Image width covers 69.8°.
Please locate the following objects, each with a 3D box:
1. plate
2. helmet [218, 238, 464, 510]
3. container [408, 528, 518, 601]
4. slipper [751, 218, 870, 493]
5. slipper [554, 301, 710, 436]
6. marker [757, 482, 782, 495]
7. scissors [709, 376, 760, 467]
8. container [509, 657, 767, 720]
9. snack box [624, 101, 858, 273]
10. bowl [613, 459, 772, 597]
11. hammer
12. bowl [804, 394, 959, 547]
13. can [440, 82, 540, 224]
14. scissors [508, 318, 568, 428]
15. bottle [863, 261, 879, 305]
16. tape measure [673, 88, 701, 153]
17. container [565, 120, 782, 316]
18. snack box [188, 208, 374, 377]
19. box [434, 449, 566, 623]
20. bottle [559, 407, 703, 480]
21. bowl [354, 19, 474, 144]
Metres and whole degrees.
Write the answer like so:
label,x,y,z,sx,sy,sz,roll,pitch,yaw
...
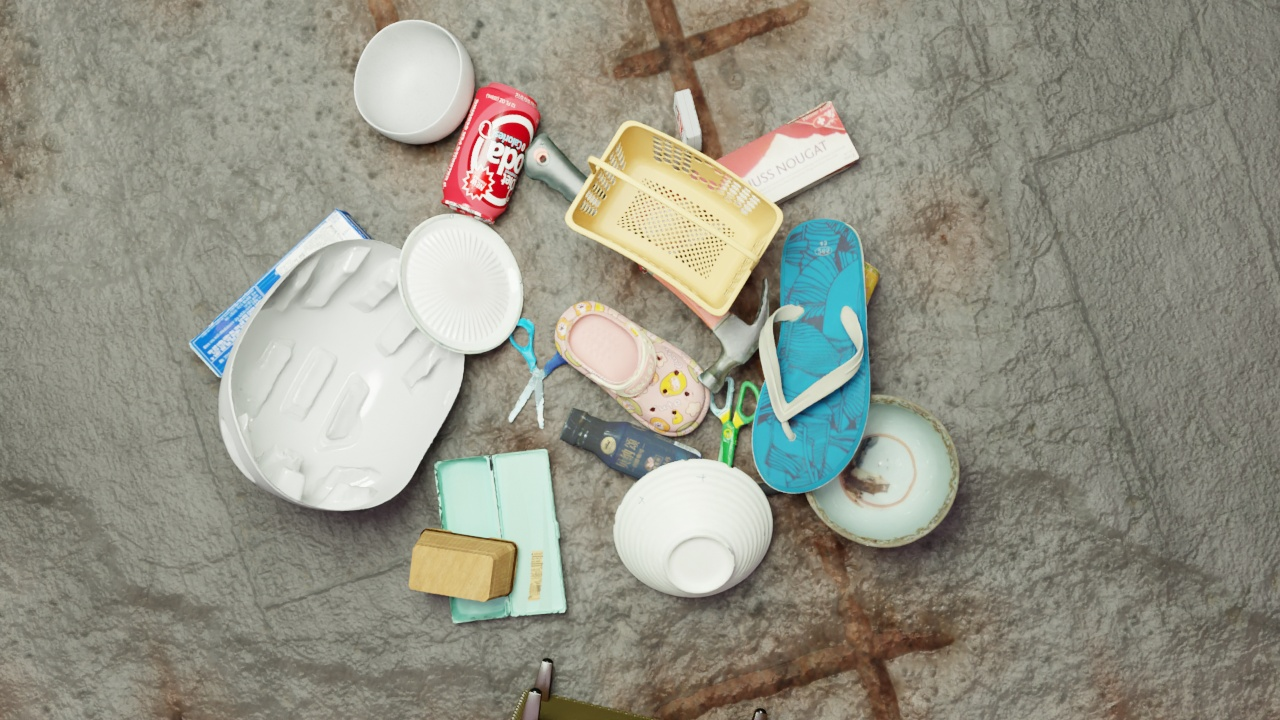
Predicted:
label,x,y,z,sx,sy,sz,roll,pitch,yaw
plate,-0.197,-0.083,1.006,0.156,0.014,0.156,11,74,-41
helmet,-0.311,0.011,0.958,0.224,0.184,0.282,29,83,-39
container,-0.198,0.226,1.002,0.114,0.061,0.063,7,91,7
slipper,0.181,-0.008,0.952,0.118,0.060,0.294,5,83,14
slipper,-0.006,0.006,1.011,0.197,0.081,0.093,38,89,-2
marker,0.116,0.151,1.042,0.134,0.018,0.015,-9,109,1
scissors,0.095,0.081,1.040,0.070,0.014,0.130,21,103,30
container,-0.007,0.461,0.969,0.321,0.176,0.205,13,86,1
snack box,0.107,-0.193,1.030,0.273,0.044,0.076,-27,91,1
bowl,0.060,0.200,0.987,0.177,0.070,0.177,-1,112,-2
hammer,0.002,-0.121,0.999,0.333,0.033,0.133,42,93,0
bowl,0.256,0.120,0.995,0.160,0.094,0.159,-2,82,13
can,-0.167,-0.230,1.021,0.074,0.074,0.142,21,90,1
scissors,-0.106,0.017,1.049,0.104,0.015,0.133,-3,89,0
bottle,0.193,-0.014,1.016,0.068,0.068,0.209,24,90,1
tape measure,0.054,-0.266,1.024,0.020,0.060,0.062,-15,89,1
container,0.035,-0.141,0.900,0.183,0.167,0.129,32,91,2
snack box,-0.399,-0.075,1.034,0.226,0.059,0.059,-42,92,2
box,-0.158,0.198,1.041,0.136,0.033,0.186,-6,90,1
bottle,-0.010,0.100,1.026,0.161,0.056,0.056,22,90,2
bowl,-0.245,-0.304,1.023,0.132,0.064,0.131,-2,84,15
